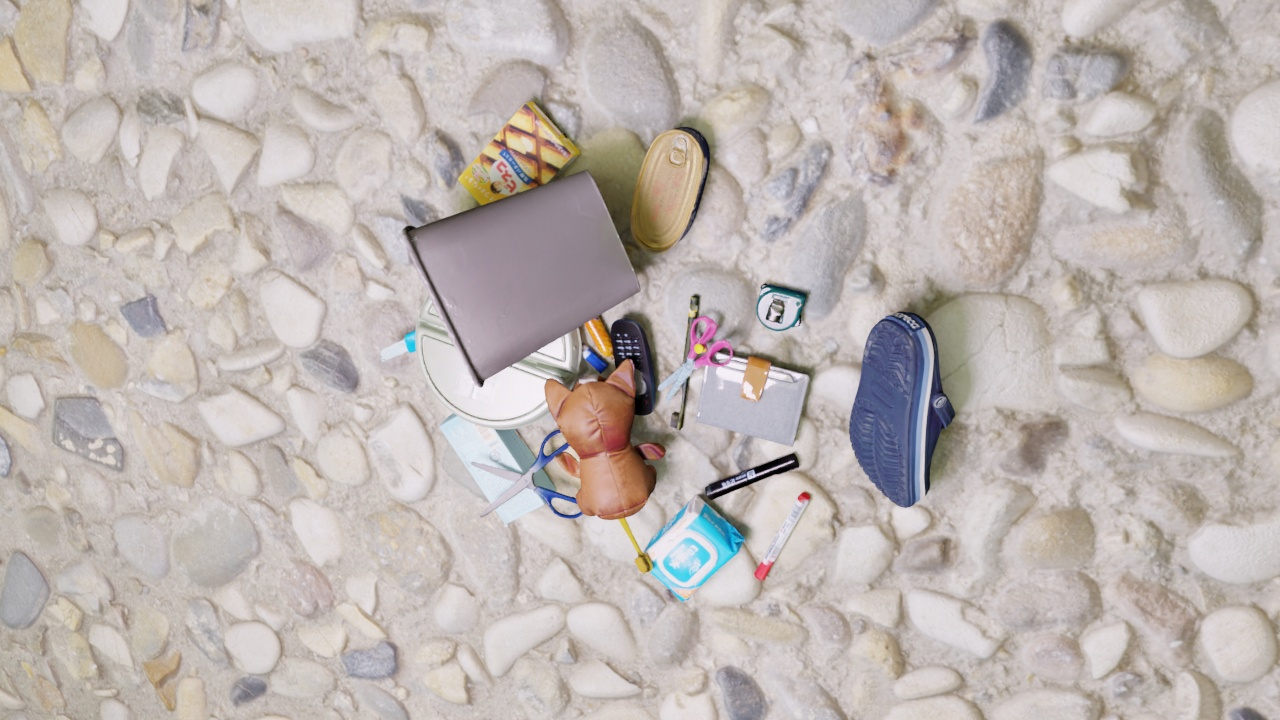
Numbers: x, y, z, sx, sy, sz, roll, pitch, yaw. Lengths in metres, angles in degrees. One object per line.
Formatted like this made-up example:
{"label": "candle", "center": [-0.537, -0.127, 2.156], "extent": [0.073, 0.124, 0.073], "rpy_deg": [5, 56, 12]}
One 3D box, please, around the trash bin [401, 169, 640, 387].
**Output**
{"label": "trash bin", "center": [-0.134, -0.106, 1.073], "extent": [0.219, 0.199, 0.199], "rpy_deg": [-24, 102, -5]}

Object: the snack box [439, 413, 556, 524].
{"label": "snack box", "center": [-0.199, 0.138, 1.288], "extent": [0.074, 0.051, 0.175], "rpy_deg": [-29, 98, 24]}

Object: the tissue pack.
{"label": "tissue pack", "center": [0.067, 0.255, 1.235], "extent": [0.090, 0.063, 0.140], "rpy_deg": [41, 117, 1]}

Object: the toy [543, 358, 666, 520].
{"label": "toy", "center": [-0.045, 0.102, 1.187], "extent": [0.140, 0.130, 0.200], "rpy_deg": [-19, 108, -6]}

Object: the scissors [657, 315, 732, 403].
{"label": "scissors", "center": [0.069, 0.013, 1.150], "extent": [0.077, 0.017, 0.138], "rpy_deg": [44, 122, 22]}

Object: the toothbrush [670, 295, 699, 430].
{"label": "toothbrush", "center": [0.056, 0.005, 1.175], "extent": [0.017, 0.012, 0.186], "rpy_deg": [17, 115, 24]}

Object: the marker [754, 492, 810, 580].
{"label": "marker", "center": [0.187, 0.233, 1.212], "extent": [0.017, 0.017, 0.145], "rpy_deg": [27, 115, 7]}

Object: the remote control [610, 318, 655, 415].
{"label": "remote control", "center": [-0.007, 0.007, 1.188], "extent": [0.053, 0.024, 0.136], "rpy_deg": [3, 115, 26]}

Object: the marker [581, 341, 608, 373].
{"label": "marker", "center": [-0.101, -0.037, 1.210], "extent": [0.146, 0.016, 0.017], "rpy_deg": [42, 117, 0]}

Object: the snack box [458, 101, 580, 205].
{"label": "snack box", "center": [-0.152, -0.242, 1.142], "extent": [0.141, 0.033, 0.087], "rpy_deg": [-40, 93, 28]}

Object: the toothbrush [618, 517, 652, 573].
{"label": "toothbrush", "center": [-0.035, 0.201, 1.240], "extent": [0.016, 0.016, 0.190], "rpy_deg": [-37, 74, 29]}

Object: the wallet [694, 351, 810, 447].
{"label": "wallet", "center": [0.139, 0.046, 1.148], "extent": [0.130, 0.036, 0.107], "rpy_deg": [15, 114, 13]}

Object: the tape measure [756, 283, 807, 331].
{"label": "tape measure", "center": [0.167, -0.062, 1.104], "extent": [0.058, 0.025, 0.055], "rpy_deg": [16, 113, 13]}

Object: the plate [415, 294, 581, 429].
{"label": "plate", "center": [-0.191, -0.018, 1.206], "extent": [0.230, 0.027, 0.230], "rpy_deg": [2, 100, 10]}

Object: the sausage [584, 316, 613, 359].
{"label": "sausage", "center": [-0.075, -0.073, 1.184], "extent": [0.021, 0.021, 0.165], "rpy_deg": [-24, 101, 25]}

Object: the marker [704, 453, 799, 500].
{"label": "marker", "center": [0.145, 0.152, 1.196], "extent": [0.132, 0.020, 0.022], "rpy_deg": [-25, 129, 24]}

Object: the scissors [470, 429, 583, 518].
{"label": "scissors", "center": [-0.144, 0.161, 1.253], "extent": [0.176, 0.012, 0.162], "rpy_deg": [31, 85, -11]}

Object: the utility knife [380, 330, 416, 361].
{"label": "utility knife", "center": [-0.274, -0.040, 1.241], "extent": [0.186, 0.018, 0.034], "rpy_deg": [-23, 118, 11]}

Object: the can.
{"label": "can", "center": [0.036, -0.201, 1.084], "extent": [0.074, 0.049, 0.148], "rpy_deg": [20, 115, 10]}

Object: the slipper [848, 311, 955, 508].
{"label": "slipper", "center": [0.309, 0.051, 1.066], "extent": [0.095, 0.105, 0.253], "rpy_deg": [-19, 124, -18]}
